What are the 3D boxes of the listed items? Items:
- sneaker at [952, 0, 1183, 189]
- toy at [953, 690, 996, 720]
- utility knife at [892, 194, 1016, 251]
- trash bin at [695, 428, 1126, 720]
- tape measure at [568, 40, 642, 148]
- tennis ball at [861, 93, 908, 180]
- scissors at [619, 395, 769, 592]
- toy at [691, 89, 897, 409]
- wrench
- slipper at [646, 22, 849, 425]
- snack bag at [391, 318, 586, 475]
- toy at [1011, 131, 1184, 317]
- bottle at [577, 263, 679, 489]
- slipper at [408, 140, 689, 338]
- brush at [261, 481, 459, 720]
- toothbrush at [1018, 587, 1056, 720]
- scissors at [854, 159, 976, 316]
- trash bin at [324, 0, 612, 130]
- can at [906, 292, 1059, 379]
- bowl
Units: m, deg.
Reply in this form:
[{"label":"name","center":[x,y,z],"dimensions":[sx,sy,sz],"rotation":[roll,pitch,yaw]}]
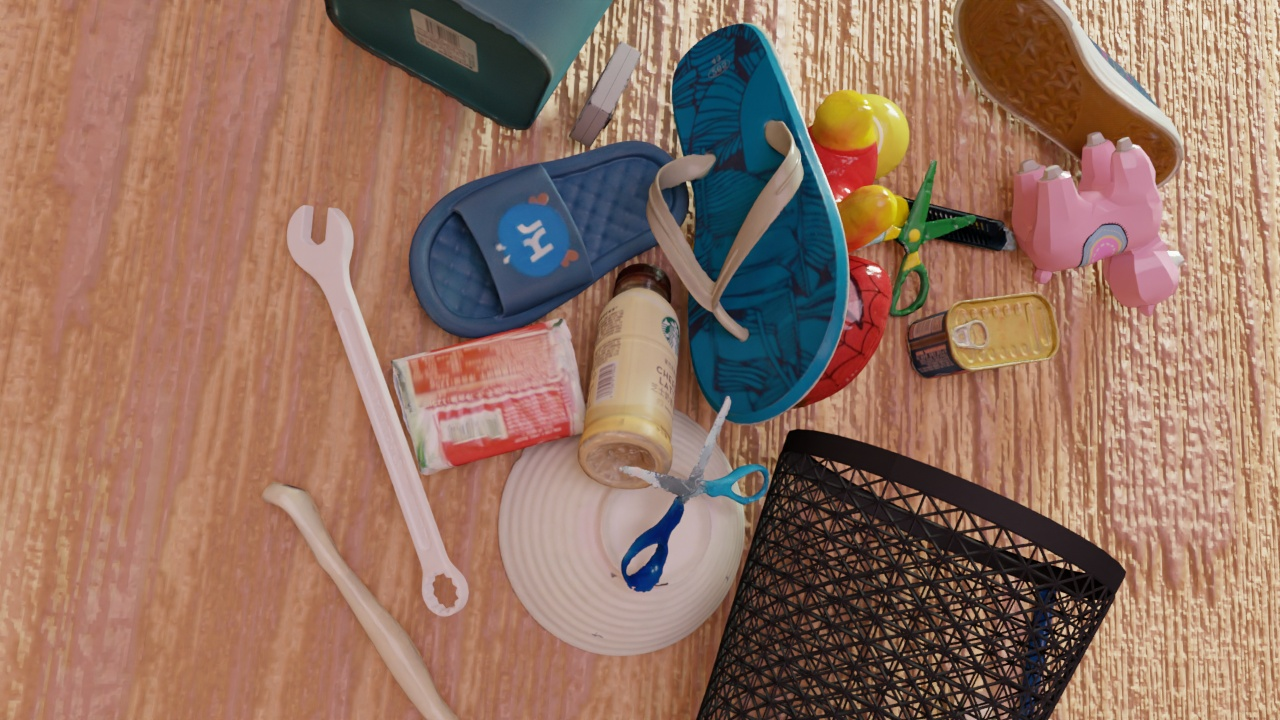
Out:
[{"label":"sneaker","center":[0.358,-0.238,0.777],"dimensions":[0.235,0.088,0.079],"rotation":[40,41,-7]},{"label":"toy","center":[0.237,0.294,0.661],"dimensions":[0.087,0.050,0.112],"rotation":[0,78,-18]},{"label":"utility knife","center":[0.232,-0.112,0.737],"dimensions":[0.174,0.020,0.029],"rotation":[10,99,-17]},{"label":"trash bin","center":[0.142,0.200,0.571],"dimensions":[0.217,0.217,0.243],"rotation":[28,81,-12]},{"label":"tape measure","center":[-0.025,-0.184,0.645],"dimensions":[0.020,0.060,0.062],"rotation":[28,74,-12]},{"label":"tennis ball","center":[0.172,-0.170,0.702],"dimensions":[0.065,0.065,0.065],"rotation":[3,81,-17]},{"label":"scissors","center":[0.030,0.083,0.550],"dimensions":[0.127,0.014,0.133],"rotation":[26,94,-45]},{"label":"toy","center":[0.114,-0.071,0.643],"dimensions":[0.098,0.148,0.216],"rotation":[13,74,-44]},{"label":"wrench","center":[-0.163,0.027,0.572],"dimensions":[0.047,0.009,0.273],"rotation":[-24,83,25]},{"label":"slipper","center":[0.063,-0.106,0.596],"dimensions":[0.060,0.118,0.294],"rotation":[27,50,-55]},{"label":"snack bag","center":[-0.095,0.023,0.593],"dimensions":[0.116,0.036,0.077],"rotation":[-15,86,-5]},{"label":"toy","center":[0.378,-0.103,0.754],"dimensions":[0.123,0.067,0.157],"rotation":[-23,111,3]},{"label":"bottle","center":[-0.004,0.003,0.594],"dimensions":[0.056,0.057,0.161],"rotation":[20,45,-14]},{"label":"slipper","center":[-0.058,-0.094,0.623],"dimensions":[0.213,0.059,0.104],"rotation":[-29,89,-21]},{"label":"brush","center":[-0.141,0.181,0.561],"dimensions":[0.077,0.062,0.272],"rotation":[-41,91,-24]},{"label":"toothbrush","center":[0.299,0.268,0.702],"dimensions":[0.016,0.017,0.189],"rotation":[19,77,-15]},{"label":"scissors","center":[0.205,-0.098,0.716],"dimensions":[0.127,0.011,0.125],"rotation":[15,92,-19]},{"label":"trash bin","center":[-0.082,-0.291,0.583],"dimensions":[0.199,0.197,0.218],"rotation":[28,81,-11]},{"label":"can","center":[0.263,-0.018,0.712],"dimensions":[0.099,0.059,0.054],"rotation":[-7,84,-19]},{"label":"bowl","center":[0.000,0.109,0.604],"dimensions":[0.177,0.071,0.177],"rotation":[2,82,-17]}]
